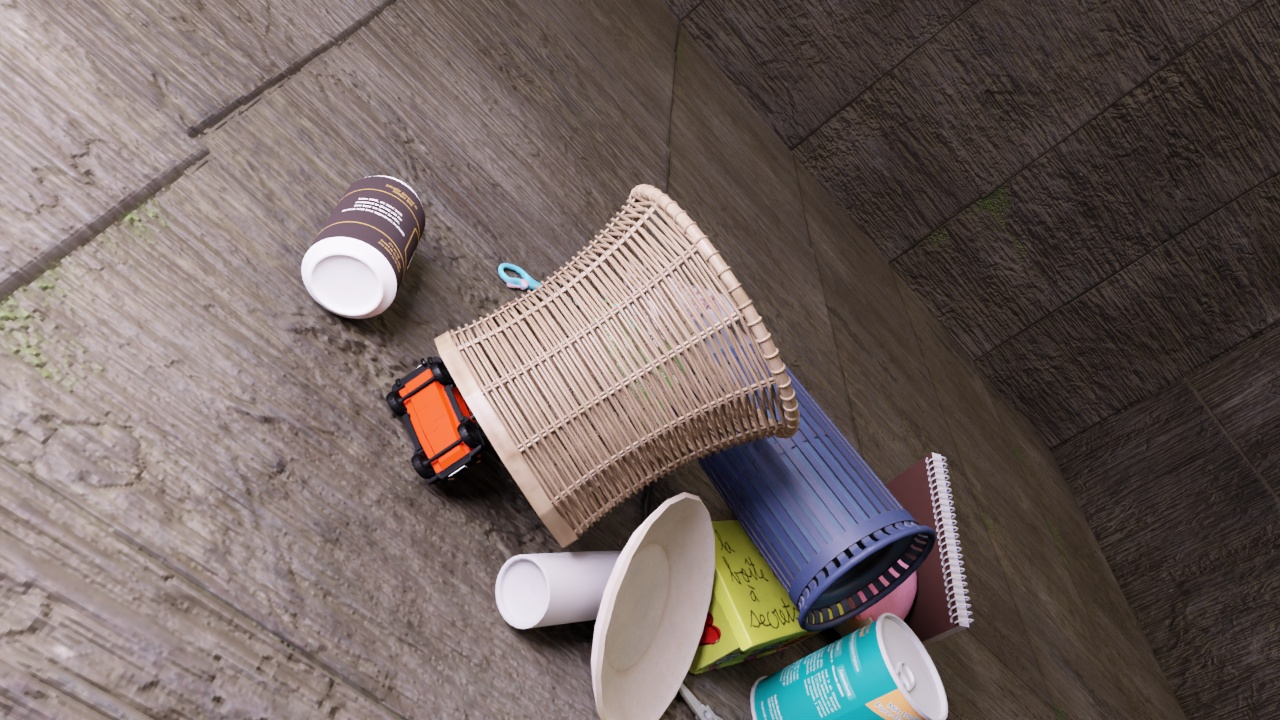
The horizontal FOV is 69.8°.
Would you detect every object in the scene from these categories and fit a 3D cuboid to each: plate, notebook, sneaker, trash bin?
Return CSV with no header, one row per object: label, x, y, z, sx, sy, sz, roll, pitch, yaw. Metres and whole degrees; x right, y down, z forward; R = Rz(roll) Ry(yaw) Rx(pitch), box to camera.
plate,0.006,0.192,0.704,0.188,0.027,0.189,-31,126,-55
notebook,0.321,0.236,1.095,0.022,0.172,0.208,14,54,-17
sneaker,0.074,-0.067,1.204,0.236,0.090,0.099,40,27,-26
trash bin,0.136,0.105,0.851,0.139,0.139,0.249,20,29,-51

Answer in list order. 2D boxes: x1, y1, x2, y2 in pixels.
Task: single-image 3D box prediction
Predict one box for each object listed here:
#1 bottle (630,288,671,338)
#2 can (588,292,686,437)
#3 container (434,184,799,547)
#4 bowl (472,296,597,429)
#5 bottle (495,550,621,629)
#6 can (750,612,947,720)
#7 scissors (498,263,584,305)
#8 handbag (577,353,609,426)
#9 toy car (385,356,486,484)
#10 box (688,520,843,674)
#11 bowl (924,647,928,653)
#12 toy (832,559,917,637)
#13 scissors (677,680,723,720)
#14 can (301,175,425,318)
bottle,0.013,-0.037,1.115,0.041,0.041,0.116,18,42,-52
can,-0.006,0.006,0.971,0.144,0.083,0.082,49,24,-8
container,-0.024,0.012,0.708,0.227,0.196,0.227,57,-7,10
bowl,-0.097,0.004,0.824,0.119,0.032,0.119,2,86,-27
bottle,-0.030,0.179,0.732,0.195,0.053,0.052,15,44,-54
can,0.188,0.308,0.836,0.099,0.144,0.099,40,27,-26
scissors,-0.094,-0.059,0.988,0.139,0.015,0.118,9,49,-50
handbag,-0.079,0.009,0.888,0.128,0.054,0.078,50,35,-14
toy car,-0.150,0.046,0.692,0.100,0.051,0.049,60,7,29
box,0.107,0.222,0.891,0.220,0.080,0.124,17,42,-55
bowl,0.242,0.335,0.962,0.117,0.117,0.068,33,-9,-38
toy,0.242,0.210,1.037,0.265,0.127,0.187,63,-6,-13
scissors,0.073,0.328,0.765,0.188,0.015,0.139,36,30,-29
can,-0.219,-0.093,0.737,0.072,0.072,0.128,41,26,-25
